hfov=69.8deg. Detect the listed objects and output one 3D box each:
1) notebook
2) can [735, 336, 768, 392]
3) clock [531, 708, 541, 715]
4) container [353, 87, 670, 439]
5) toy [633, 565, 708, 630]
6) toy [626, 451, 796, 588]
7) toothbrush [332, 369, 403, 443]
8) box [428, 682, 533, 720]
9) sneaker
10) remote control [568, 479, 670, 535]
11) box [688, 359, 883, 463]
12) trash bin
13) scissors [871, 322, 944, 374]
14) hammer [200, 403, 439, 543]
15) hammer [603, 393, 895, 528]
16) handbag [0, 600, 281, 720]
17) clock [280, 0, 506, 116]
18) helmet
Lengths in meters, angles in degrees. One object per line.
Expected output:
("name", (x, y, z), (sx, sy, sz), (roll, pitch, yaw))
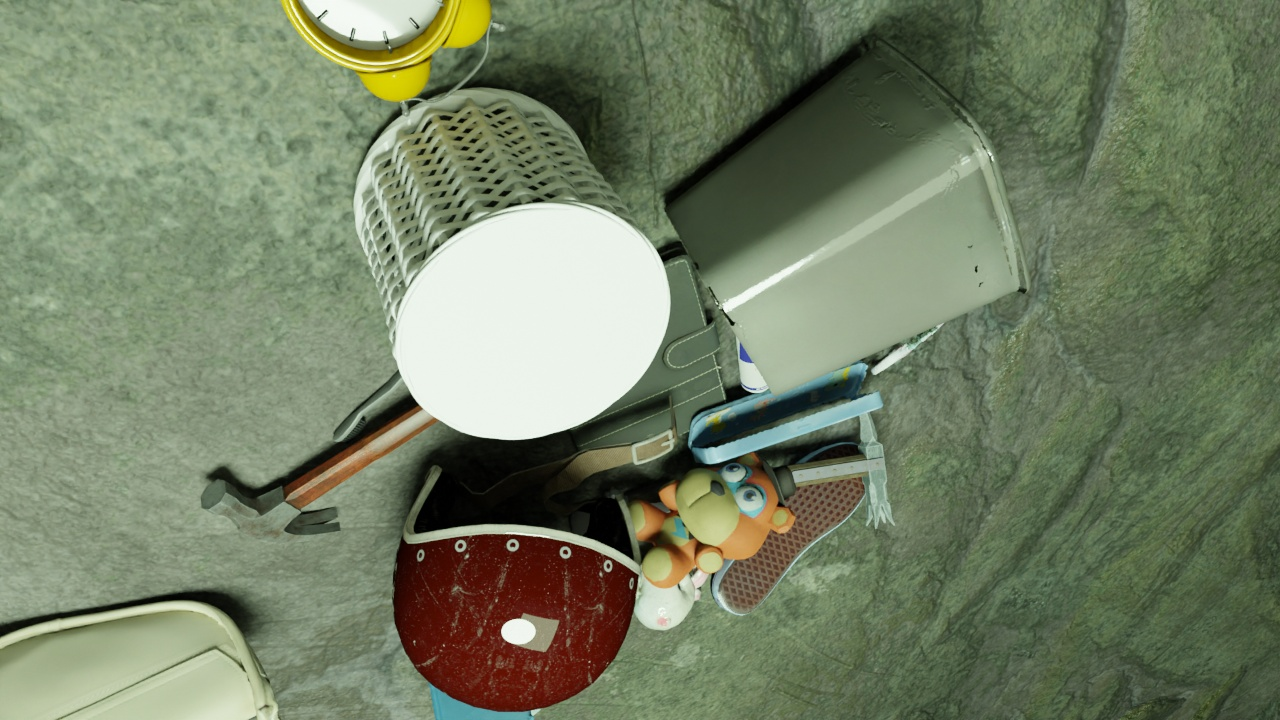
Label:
("notebook", (-0.005, 0.005, 0.867), (0.169, 0.029, 0.209), (-23, 134, -4))
("can", (0.111, -0.011, 0.901), (0.032, 0.032, 0.095), (-19, 130, -10))
("clock", (-0.127, 0.331, 0.996), (0.045, 0.122, 0.160), (44, 121, -14))
("container", (-0.097, -0.072, 0.660), (0.189, 0.186, 0.190), (-13, 130, -16))
("toy", (-0.002, 0.241, 0.994), (0.205, 0.105, 0.131), (6, 118, -29))
("toy", (0.073, 0.155, 0.909), (0.176, 0.112, 0.096), (-20, 136, -13))
("toothbrush", (-0.209, 0.014, 0.794), (0.167, 0.013, 0.013), (-45, 137, 12))
("box", (-0.164, 0.347, 0.917), (0.094, 0.231, 0.110), (-8, 128, -19))
("sneaker", (0.164, 0.185, 1.059), (0.083, 0.098, 0.241), (44, 84, -3))
("remote control", (-0.017, 0.159, 0.986), (0.124, 0.009, 0.046), (-15, 129, -13))
("box", (0.146, 0.048, 0.950), (0.209, 0.069, 0.064), (-16, 88, -17))
("trash bin", (0.160, -0.104, 0.759), (0.220, 0.197, 0.197), (-31, 132, 8))
("scissors", (0.261, -0.008, 0.913), (0.108, 0.016, 0.178), (-41, 173, 19))
("hammer", (-0.221, 0.068, 0.803), (0.301, 0.028, 0.111), (-32, 140, 4))
("hammer", (0.114, 0.127, 0.982), (0.316, 0.028, 0.147), (-7, 90, -13))
("handbag", (-0.456, 0.317, 0.813), (0.228, 0.184, 0.132), (-21, 135, -30))
("clock", (-0.167, -0.240, 0.602), (0.113, 0.052, 0.152), (-39, 125, 7))
("helmet", (-0.103, 0.185, 0.838), (0.233, 0.253, 0.234), (11, 134, -13))
